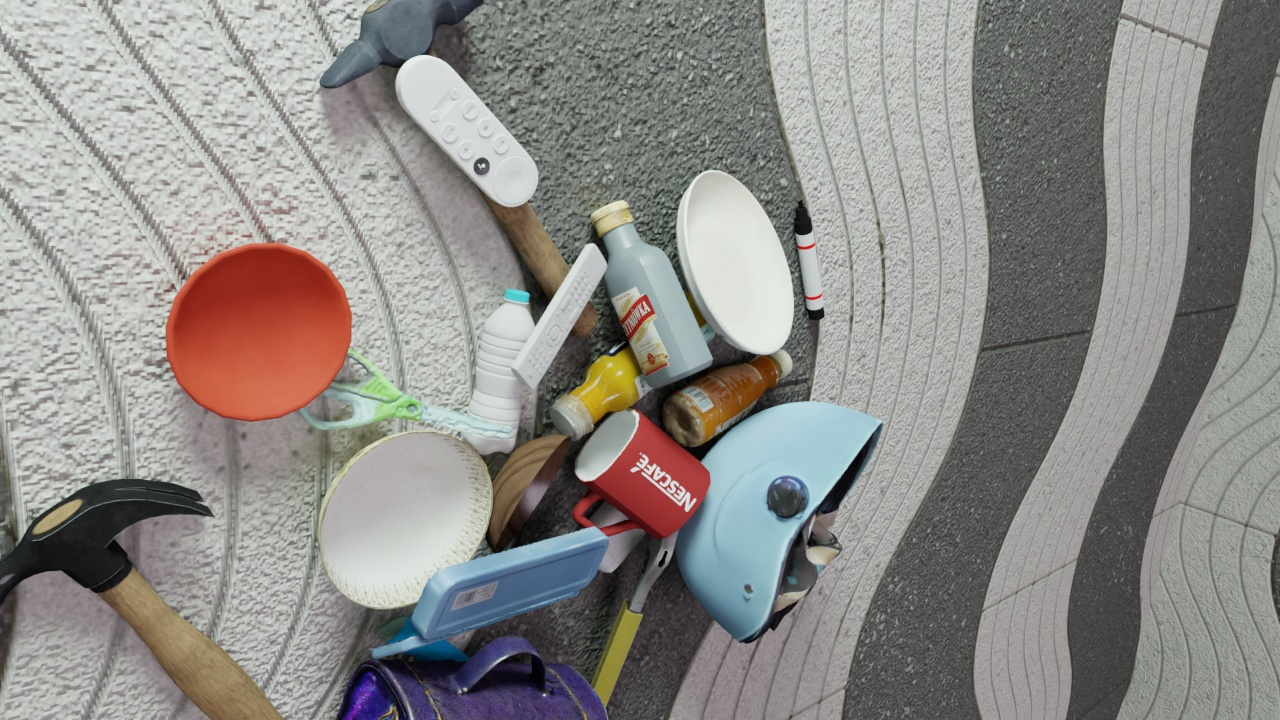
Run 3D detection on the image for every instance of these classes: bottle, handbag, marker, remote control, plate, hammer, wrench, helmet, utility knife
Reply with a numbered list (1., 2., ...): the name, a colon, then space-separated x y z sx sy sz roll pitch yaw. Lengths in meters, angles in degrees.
1. bottle: 0.004 -0.059 0.799 0.046 0.072 0.161 -24 91 -33
2. handbag: -0.149 0.336 0.784 0.204 0.125 0.222 19 100 -43
3. marker: 0.185 -0.110 1.013 0.019 0.019 0.146 -35 127 -29
4. remote control: -0.006 0.149 0.928 0.138 0.025 0.060 -48 132 -22
5. plate: 0.085 -0.090 0.876 0.182 0.034 0.182 26 56 -45
6. remote control: -0.122 -0.162 0.662 0.043 0.013 0.136 -50 133 -6
7. hammer: -0.112 -0.134 0.718 0.129 0.040 0.322 -45 132 -16
8. wrench: -0.013 0.268 0.931 0.018 0.083 0.274 18 105 -7
9. remote control: -0.066 -0.037 0.756 0.130 0.012 0.033 -61 147 -20
10. hammer: -0.316 0.212 0.659 0.132 0.040 0.306 -38 129 -23
11. bottle: -0.005 0.005 0.855 0.185 0.053 0.053 -39 128 -26
12. helmet: 0.135 0.147 0.943 0.265 0.167 0.225 -55 163 2
13. bottle: -0.115 0.009 0.761 0.044 0.044 0.136 3 103 -44
14. bottle: 0.097 0.031 0.957 0.166 0.059 0.059 -28 123 -37
15. utility knife: -0.170 0.278 0.831 0.031 0.015 0.198 -48 132 -15

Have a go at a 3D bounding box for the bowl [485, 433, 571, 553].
1. bowl: -0.105 0.107 0.791 0.119 0.032 0.119 -58 174 -10

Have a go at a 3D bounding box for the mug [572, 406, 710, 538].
1. mug: -0.008 0.117 0.859 0.096 0.080 0.116 41 86 -23

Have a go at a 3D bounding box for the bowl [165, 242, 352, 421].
1. bowl: -0.260 -0.022 0.620 0.121 0.035 0.122 -17 117 -38

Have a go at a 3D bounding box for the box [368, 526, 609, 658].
1. box: -0.117 0.203 0.778 0.208 0.039 0.127 -1 137 -54

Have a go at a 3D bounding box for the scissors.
1. scissors: -0.176 0.037 0.705 0.174 0.033 0.065 19 85 -33

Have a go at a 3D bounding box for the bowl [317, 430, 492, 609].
1. bowl: -0.192 0.114 0.714 0.144 0.063 0.145 -17 117 -38
